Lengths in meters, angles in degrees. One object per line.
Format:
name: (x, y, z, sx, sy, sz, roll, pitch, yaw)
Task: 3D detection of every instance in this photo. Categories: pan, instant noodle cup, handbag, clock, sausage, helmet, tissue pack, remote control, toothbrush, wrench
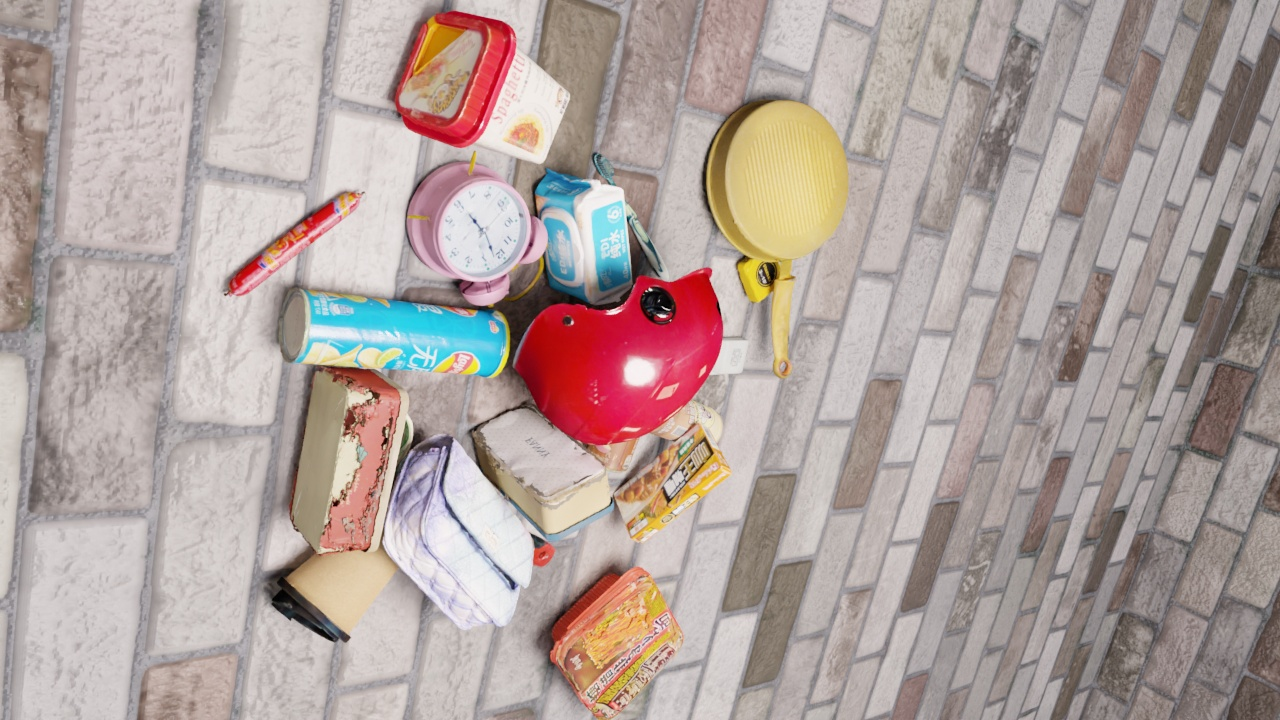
pan: (0.177, -0.145, 1.156, 0.197, 0.078, 0.357, -16, 104, -27)
instant noodle cup: (-0.039, 0.363, 1.207, 0.164, 0.079, 0.189, -39, 129, -20)
handbag: (-0.182, 0.185, 0.960, 0.134, 0.076, 0.194, -84, 155, -43)
instant noodle cup: (-0.141, -0.245, 0.853, 0.124, 0.117, 0.116, 17, 97, -54)
clock: (-0.156, -0.122, 0.919, 0.117, 0.060, 0.158, -49, 133, -11)
sausage: (-0.311, -0.107, 0.828, 0.155, 0.020, 0.020, -43, 130, -17)
helmet: (-0.006, 0.006, 0.967, 0.239, 0.207, 0.144, -20, 80, -18)
tissue pack: (-0.063, -0.130, 0.971, 0.063, 0.090, 0.140, -26, 123, -34)
remote control: (0.088, -0.005, 1.191, 0.124, 0.024, 0.049, -3, 110, -39)
toothbrush: (-0.006, -0.160, 1.053, 0.016, 0.018, 0.192, -45, 130, -16)
wrench: (-0.183, 0.180, 1.048, 0.056, 0.016, 0.273, -51, 135, -8)

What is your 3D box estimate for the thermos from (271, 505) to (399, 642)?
thermos: (-0.297, 0.215, 0.936, 0.143, 0.093, 0.093, -49, 132, -23)

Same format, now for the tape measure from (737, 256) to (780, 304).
tape measure: (0.154, -0.113, 1.193, 0.057, 0.029, 0.060, -37, 120, -21)

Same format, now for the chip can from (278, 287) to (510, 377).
chip can: (-0.233, -0.024, 0.890, 0.209, 0.071, 0.071, 5, 105, -40)

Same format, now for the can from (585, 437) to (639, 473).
can: (-0.019, 0.059, 1.108, 0.057, 0.058, 0.147, 14, 99, -42)

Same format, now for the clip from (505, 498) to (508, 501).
clip: (-0.149, 0.136, 1.066, 0.033, 0.013, 0.054, -33, 126, -25)

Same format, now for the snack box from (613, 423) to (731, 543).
snack box: (0.038, 0.153, 1.142, 0.154, 0.075, 0.026, -41, 137, 18)

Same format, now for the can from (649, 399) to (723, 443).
can: (0.049, 0.075, 1.169, 0.116, 0.058, 0.058, 22, 93, -42)

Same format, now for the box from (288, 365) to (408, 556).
box: (-0.284, 0.094, 0.866, 0.076, 0.091, 0.168, 3, 106, -43)

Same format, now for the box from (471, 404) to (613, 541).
box: (-0.104, 0.118, 0.981, 0.089, 0.184, 0.060, -24, 128, -25)

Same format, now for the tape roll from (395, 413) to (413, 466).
tape roll: (-0.275, 0.079, 0.939, 0.085, 0.014, 0.086, -16, 118, -33)
